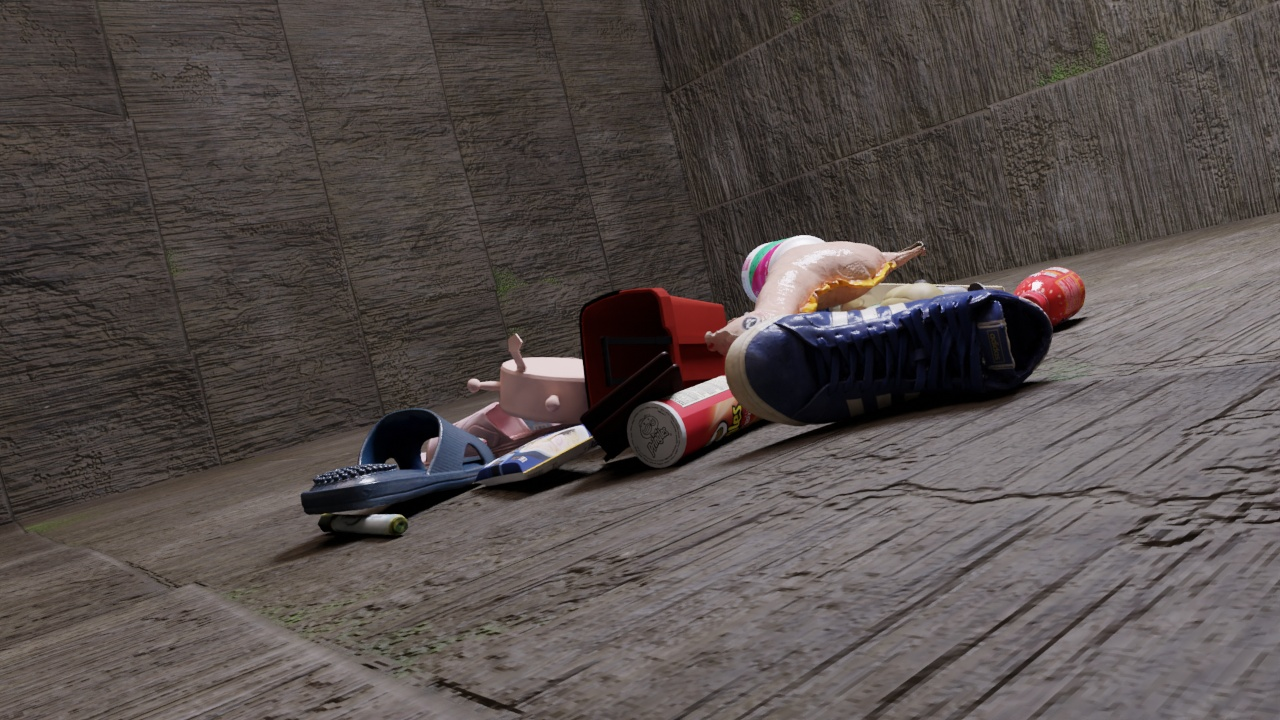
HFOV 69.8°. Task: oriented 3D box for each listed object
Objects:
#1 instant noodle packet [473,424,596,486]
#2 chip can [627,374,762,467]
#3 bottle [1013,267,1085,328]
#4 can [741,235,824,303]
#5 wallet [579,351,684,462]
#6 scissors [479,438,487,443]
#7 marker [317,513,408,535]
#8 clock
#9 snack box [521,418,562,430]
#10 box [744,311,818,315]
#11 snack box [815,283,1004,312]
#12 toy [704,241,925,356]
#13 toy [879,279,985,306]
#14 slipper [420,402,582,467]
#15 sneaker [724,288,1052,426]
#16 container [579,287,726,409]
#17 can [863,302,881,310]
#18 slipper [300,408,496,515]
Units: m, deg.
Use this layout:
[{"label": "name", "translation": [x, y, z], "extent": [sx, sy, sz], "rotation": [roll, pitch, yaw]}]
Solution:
[{"label": "instant noodle packet", "translation": [-0.089, 0.085, 0.804], "extent": [0.086, 0.026, 0.134], "rotation": [-26, 3, -30]}, {"label": "chip can", "translation": [0.071, 0.039, 0.786], "extent": [0.052, 0.052, 0.214], "rotation": [-12, 3, 36]}, {"label": "bottle", "translation": [0.433, -0.064, 0.985], "extent": [0.062, 0.062, 0.137], "rotation": [-12, 3, 39]}, {"label": "can", "translation": [0.184, -0.108, 1.152], "extent": [0.088, 0.088, 0.166], "rotation": [-14, 5, -6]}, {"label": "wallet", "translation": [-0.002, 0.043, 0.754], "extent": [0.091, 0.018, 0.116], "rotation": [-38, -20, -5]}, {"label": "scissors", "translation": [-0.199, 0.106, 1.218], "extent": [0.196, 0.015, 0.179], "rotation": [-14, 4, 0]}, {"label": "marker", "translation": [-0.225, 0.132, 0.741], "extent": [0.017, 0.017, 0.147], "rotation": [-16, 4, -41]}, {"label": "clock", "translation": [-0.083, 0.020, 0.986], "extent": [0.131, 0.086, 0.160], "rotation": [11, 3, 39]}, {"label": "snack box", "translation": [-0.104, 0.052, 1.145], "extent": [0.094, 0.079, 0.093], "rotation": [-15, 3, -38]}, {"label": "box", "translation": [0.174, -0.021, 1.087], "extent": [0.106, 0.130, 0.211], "rotation": [9, 5, 8]}, {"label": "snack box", "translation": [0.328, -0.066, 1.168], "extent": [0.207, 0.055, 0.153], "rotation": [1, 1, -7]}, {"label": "toy", "translation": [0.178, -0.065, 0.907], "extent": [0.196, 0.065, 0.263], "rotation": [-7, 21, 20]}, {"label": "toy", "translation": [0.271, -0.029, 0.895], "extent": [0.176, 0.096, 0.112], "rotation": [-3, 1, -11]}, {"label": "slipper", "translation": [-0.158, 0.080, 1.008], "extent": [0.239, 0.064, 0.094], "rotation": [-12, 3, 11]}, {"label": "sneaker", "translation": [0.193, -0.001, 0.677], "extent": [0.232, 0.091, 0.119], "rotation": [-6, 1, -25]}, {"label": "container", "translation": [-0.005, 0.005, 0.879], "extent": [0.127, 0.148, 0.200], "rotation": [-10, -5, 44]}, {"label": "can", "translation": [0.260, -0.026, 1.017], "extent": [0.067, 0.067, 0.120], "rotation": [-13, 3, 27]}, {"label": "slipper", "translation": [-0.211, 0.085, 0.837], "extent": [0.101, 0.082, 0.263], "rotation": [-9, -3, 16]}]
